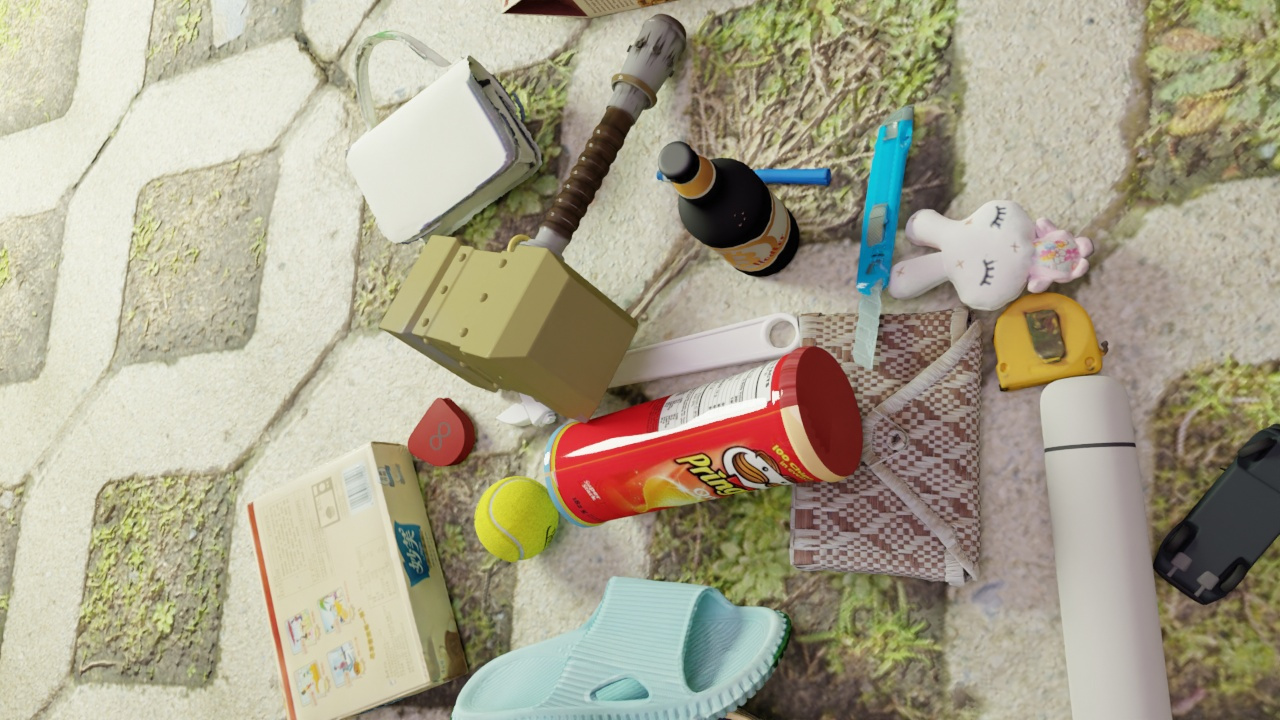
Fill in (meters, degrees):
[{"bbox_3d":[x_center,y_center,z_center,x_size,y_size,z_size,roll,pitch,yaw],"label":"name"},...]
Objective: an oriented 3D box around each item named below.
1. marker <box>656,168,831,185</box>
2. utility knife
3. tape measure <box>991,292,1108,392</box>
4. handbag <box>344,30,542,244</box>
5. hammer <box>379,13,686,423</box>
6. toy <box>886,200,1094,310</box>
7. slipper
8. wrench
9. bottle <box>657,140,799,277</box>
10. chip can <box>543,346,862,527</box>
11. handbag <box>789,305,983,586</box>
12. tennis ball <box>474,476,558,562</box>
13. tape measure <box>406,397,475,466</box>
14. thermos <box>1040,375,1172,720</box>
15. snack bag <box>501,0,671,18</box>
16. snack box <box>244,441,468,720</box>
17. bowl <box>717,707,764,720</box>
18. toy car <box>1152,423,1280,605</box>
[{"bbox_3d":[0.077,-0.143,0.714,0.142,0.013,0.013,6,84,26],"label":"marker"},{"bbox_3d":[0.168,-0.089,0.640,0.031,0.015,0.206,-10,64,47],"label":"utility knife"},{"bbox_3d":[0.263,-0.015,0.597,0.068,0.030,0.059,-13,78,22],"label":"tape measure"},{"bbox_3d":[-0.186,-0.207,0.803,0.151,0.073,0.176,-31,89,19],"label":"handbag"},{"bbox_3d":[-0.047,-0.131,0.714,0.190,0.100,0.324,14,72,47],"label":"hammer"},{"bbox_3d":[0.228,-0.070,0.605,0.126,0.037,0.075,9,73,36],"label":"toy"},{"bbox_3d":[-0.029,0.213,0.651,0.277,0.115,0.069,-18,109,25],"label":"slipper"},{"bbox_3d":[-0.004,0.004,0.726,0.274,0.018,0.066,-12,76,22],"label":"wrench"},{"bbox_3d":[0.057,-0.105,0.623,0.059,0.181,0.059,-4,79,24],"label":"bottle"},{"bbox_3d":[0.037,0.059,0.633,0.214,0.087,0.087,-19,73,36],"label":"chip can"},{"bbox_3d":[0.165,0.054,0.622,0.124,0.047,0.185,0,80,24],"label":"handbag"},{"bbox_3d":[-0.097,0.124,0.721,0.065,0.065,0.065,-4,79,24],"label":"tennis ball"},{"bbox_3d":[-0.169,0.068,0.790,0.051,0.019,0.059,44,107,22],"label":"tape measure"},{"bbox_3d":[0.279,0.121,0.554,0.052,0.052,0.224,-6,79,24],"label":"thermos"},{"bbox_3d":[-0.026,-0.352,0.765,0.207,0.069,0.094,-2,81,25],"label":"snack bag"},{"bbox_3d":[-0.247,0.194,0.785,0.153,0.055,0.207,-26,72,19],"label":"snack box"},{"bbox_3d":[0.063,0.290,0.621,0.113,0.061,0.112,-4,80,24],"label":"bowl"},{"bbox_3d":[0.350,0.090,0.536,0.046,0.034,0.112,40,100,25],"label":"toy car"}]
